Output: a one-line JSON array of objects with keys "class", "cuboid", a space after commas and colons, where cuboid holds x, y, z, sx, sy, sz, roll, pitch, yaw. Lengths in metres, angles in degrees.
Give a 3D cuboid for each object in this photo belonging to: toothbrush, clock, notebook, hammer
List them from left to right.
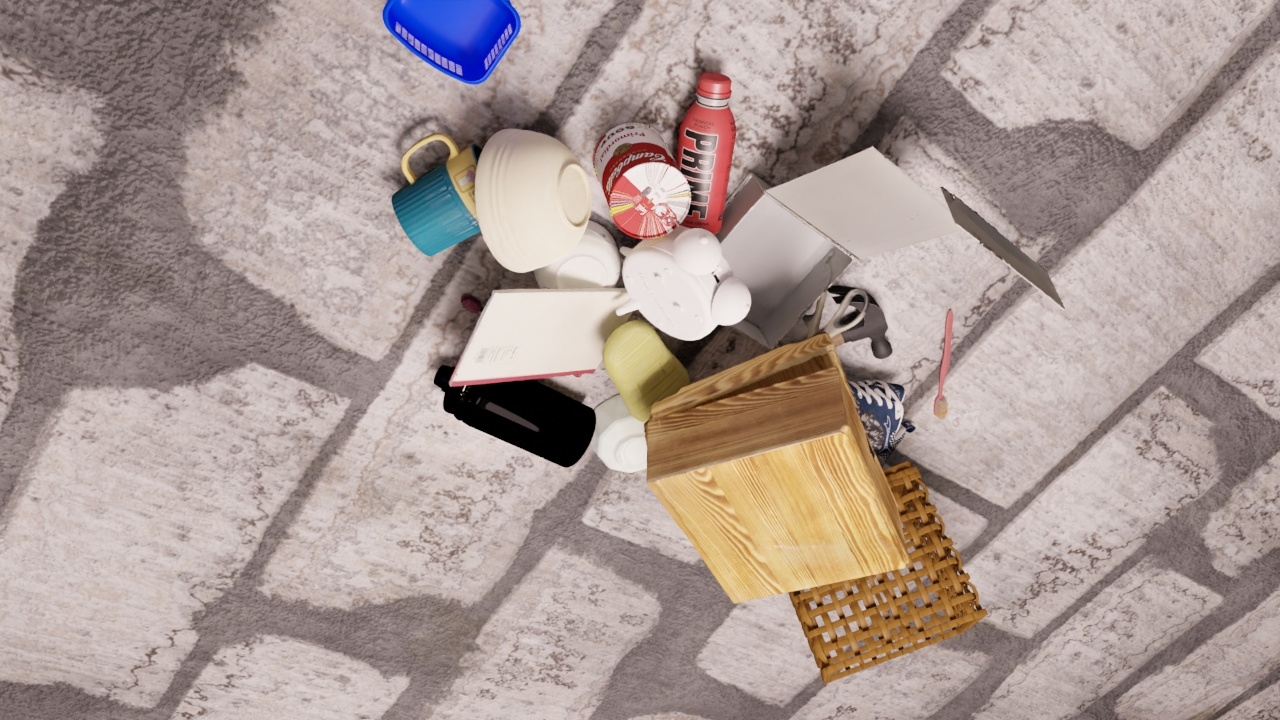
[{"class": "toothbrush", "cuboid": [-0.145, -0.028, 1.139, 0.189, 0.016, 0.016, 35, 111, -30]}, {"class": "notebook", "cuboid": [-0.108, -0.028, 1.076, 0.208, 0.012, 0.153, -4, 141, -40]}, {"class": "clock", "cuboid": [0.040, -0.081, 1.013, 0.072, 0.161, 0.125, -45, 112, -28]}, {"class": "hammer", "cuboid": [0.180, 0.003, 1.223, 0.305, 0.040, 0.132, -25, 129, 6]}, {"class": "toothbrush", "cuboid": [0.430, 0.008, 1.294, 0.015, 0.015, 0.185, -14, 125, -11]}]

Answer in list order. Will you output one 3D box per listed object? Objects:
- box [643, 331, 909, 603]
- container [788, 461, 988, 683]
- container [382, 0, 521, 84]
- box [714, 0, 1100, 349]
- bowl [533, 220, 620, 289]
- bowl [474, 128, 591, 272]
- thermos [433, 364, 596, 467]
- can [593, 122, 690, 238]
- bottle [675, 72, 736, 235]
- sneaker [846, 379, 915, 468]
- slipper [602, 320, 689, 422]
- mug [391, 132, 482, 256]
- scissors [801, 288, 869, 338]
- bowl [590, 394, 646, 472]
[{"class": "box", "cuboid": [0.159, 0.142, 1.097, 0.245, 0.167, 0.279, -19, 133, 15]}, {"class": "container", "cuboid": [0.320, 0.307, 1.298, 0.219, 0.214, 0.252, -22, 156, 3]}, {"class": "container", "cuboid": [-0.182, -0.336, 0.888, 0.114, 0.058, 0.096, 30, 114, -28]}, {"class": "box", "cuboid": [0.245, -0.183, 1.021, 0.166, 0.118, 0.480, 28, 136, -28]}, {"class": "bowl", "cuboid": [-0.073, -0.108, 1.076, 0.105, 0.054, 0.105, -5, 124, -8]}, {"class": "bowl", "cuboid": [-0.099, -0.168, 0.958, 0.075, 0.150, 0.151, 1, 132, 27]}, {"class": "thermos", "cuboid": [-0.161, 0.059, 1.153, 0.198, 0.086, 0.086, 28, 114, -27]}, {"class": "can", "cuboid": [-0.001, -0.195, 0.991, 0.086, 0.116, 0.087, -6, 125, -9]}, {"class": "bottle", "cuboid": [0.071, -0.228, 1.019, 0.062, 0.062, 0.177, -1, 125, -12]}, {"class": "sneaker", "cuboid": [0.301, 0.066, 1.254, 0.132, 0.103, 0.269, -40, 136, 0]}, {"class": "slipper", "cuboid": [-0.007, 0.007, 1.147, 0.091, 0.081, 0.190, -46, 146, -8]}, {"class": "mug", "cuboid": [-0.209, -0.183, 0.981, 0.107, 0.083, 0.113, -26, 114, 11]}, {"class": "scissors", "cuboid": [0.217, -0.032, 1.147, 0.163, 0.154, 0.012, -38, 141, 17]}, {"class": "bowl", "cuboid": [-0.011, 0.107, 1.236, 0.117, 0.061, 0.118, -6, 125, -9]}]
